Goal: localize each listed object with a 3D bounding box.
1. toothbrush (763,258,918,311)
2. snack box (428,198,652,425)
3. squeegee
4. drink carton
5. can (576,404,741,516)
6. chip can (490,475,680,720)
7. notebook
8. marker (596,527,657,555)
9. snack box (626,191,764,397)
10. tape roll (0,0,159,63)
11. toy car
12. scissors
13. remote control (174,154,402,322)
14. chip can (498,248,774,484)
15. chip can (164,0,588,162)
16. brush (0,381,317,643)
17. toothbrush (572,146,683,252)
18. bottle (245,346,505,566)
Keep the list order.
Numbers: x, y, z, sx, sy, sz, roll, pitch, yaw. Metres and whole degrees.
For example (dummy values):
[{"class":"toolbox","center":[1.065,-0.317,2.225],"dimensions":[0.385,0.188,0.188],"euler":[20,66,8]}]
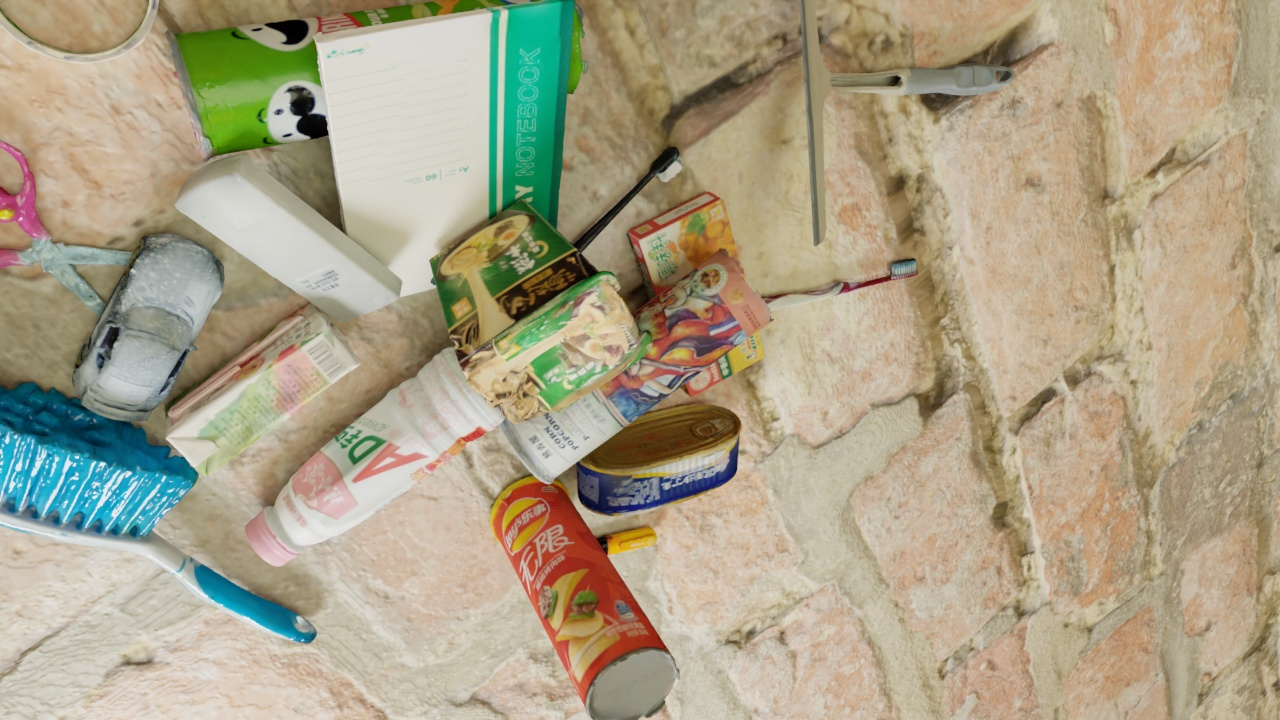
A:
[{"class":"toothbrush","center":[0.175,-0.067,0.821],"dimensions":[0.187,0.016,0.017],"euler":[-14,111,-23]},{"class":"snack box","center":[-0.074,-0.039,0.624],"dimensions":[0.117,0.105,0.118],"euler":[-33,152,-1]},{"class":"squeegee","center":[0.213,-0.229,0.749],"dimensions":[0.246,0.039,0.246],"euler":[-12,101,-30]},{"class":"drink carton","center":[-0.251,0.016,0.604],"dimensions":[0.122,0.053,0.045],"euler":[-36,124,-9]},{"class":"can","center":[0.016,0.082,0.770],"dimensions":[0.148,0.074,0.049],"euler":[-14,122,-23]},{"class":"chip can","center":[-0.050,0.173,0.690],"dimensions":[0.073,0.216,0.073],"euler":[-12,121,-21]},{"class":"notebook","center":[-0.117,-0.123,0.579],"dimensions":[0.150,0.012,0.210],"euler":[-18,147,-22]},{"class":"marker","center":[-0.042,0.168,0.817],"dimensions":[0.123,0.015,0.018],"euler":[-7,112,-24]},{"class":"snack box","center":[0.048,-0.051,0.751],"dimensions":[0.077,0.027,0.156],"euler":[-28,124,-12]},{"class":"tape roll","center":[-0.305,-0.204,0.490],"dimensions":[0.085,0.014,0.086],"euler":[-12,119,-24]},{"class":"toy car","center":[-0.302,-0.019,0.566],"dimensions":[0.054,0.037,0.121],"euler":[25,97,-43]},{"class":"scissors","center":[-0.356,-0.060,0.533],"dimensions":[0.124,0.017,0.133],"euler":[-36,129,-13]},{"class":"remote control","center":[-0.211,-0.071,0.561],"dimensions":[0.056,0.019,0.135],"euler":[-18,142,26]},{"class":"chip can","center":[-0.004,0.004,0.700],"dimensions":[0.215,0.071,0.071],"euler":[-36,126,3]},{"class":"chip can","center":[-0.151,-0.178,0.553],"dimensions":[0.235,0.072,0.072],"euler":[-17,120,-22]},{"class":"brush","center":[-0.326,0.111,0.614],"dimensions":[0.314,0.060,0.109],"euler":[33,100,-38]},{"class":"toothbrush","center":[-0.034,-0.094,0.692],"dimensions":[0.181,0.015,0.018],"euler":[-44,135,-4]},{"class":"bottle","center":[-0.191,0.072,0.659],"dimensions":[0.197,0.068,0.068],"euler":[-37,126,-3]}]
